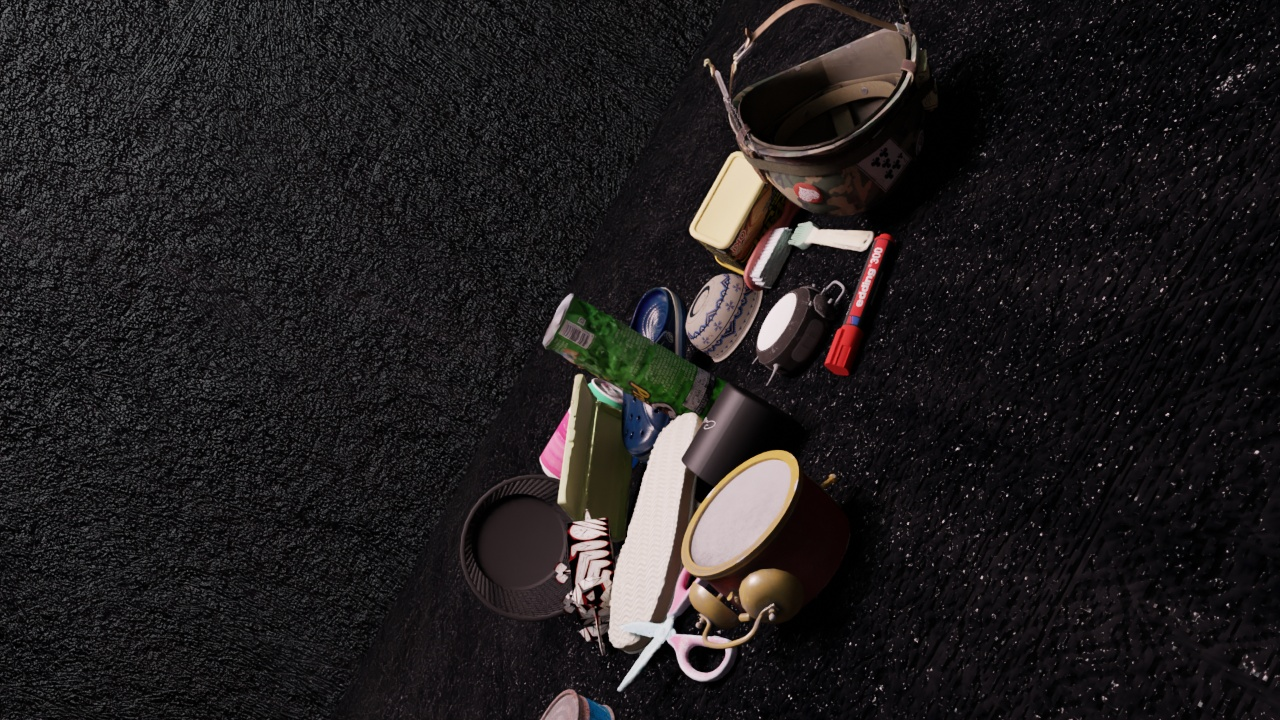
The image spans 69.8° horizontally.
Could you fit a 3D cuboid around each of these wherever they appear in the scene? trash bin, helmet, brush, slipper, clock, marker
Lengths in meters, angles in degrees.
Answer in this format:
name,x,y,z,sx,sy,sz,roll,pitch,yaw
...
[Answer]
name,x,y,z,sx,sy,sz,roll,pitch,yaw
trash bin,-0.159,0.255,1.276,0.184,0.184,0.210,-64,7,-13
helmet,0.182,-0.254,0.891,0.193,0.236,0.223,-18,20,21
brush,0.181,-0.163,1.151,0.030,0.041,0.172,3,61,57
slipper,0.028,0.176,0.968,0.115,0.054,0.271,-39,30,51
brush,0.211,-0.137,1.027,0.033,0.012,0.217,-61,14,3
clock,-0.057,0.251,1.014,0.154,0.065,0.115,-100,3,-47
slipper,0.003,0.014,1.209,0.105,0.095,0.252,-22,52,42
clock,0.157,-0.036,0.941,0.123,0.044,0.091,-58,13,13
marker,0.204,-0.054,0.845,0.144,0.023,0.021,-66,6,-19
clock,0.095,0.151,0.693,0.117,0.081,0.158,-27,25,49

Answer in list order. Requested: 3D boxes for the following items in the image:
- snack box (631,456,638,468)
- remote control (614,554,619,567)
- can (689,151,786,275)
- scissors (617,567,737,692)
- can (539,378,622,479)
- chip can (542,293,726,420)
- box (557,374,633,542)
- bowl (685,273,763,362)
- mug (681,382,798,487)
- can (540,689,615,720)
name,x,y,z,sx,sy,sz,roll,pitch,yaw
snack box,0.014,0.069,1.298,0.154,0.033,0.088,-57,15,16
remote control,-0.031,0.256,1.115,0.150,0.013,0.034,-44,21,52
can,0.134,-0.189,1.185,0.131,0.072,0.101,-61,-32,1
scissors,0.035,0.241,0.812,0.170,0.014,0.168,-52,28,6
can,-0.086,0.117,1.456,0.166,0.088,0.088,-58,13,12
chip can,-0.007,0.005,1.083,0.075,0.223,0.075,-58,10,16
box,-0.061,0.128,1.185,0.048,0.140,0.187,-16,52,29
bowl,0.101,-0.062,1.180,0.116,0.059,0.115,-56,14,21
mug,0.092,0.074,0.885,0.088,0.078,0.113,-60,9,6
can,-0.076,0.400,0.914,0.130,0.044,0.129,-56,14,21
